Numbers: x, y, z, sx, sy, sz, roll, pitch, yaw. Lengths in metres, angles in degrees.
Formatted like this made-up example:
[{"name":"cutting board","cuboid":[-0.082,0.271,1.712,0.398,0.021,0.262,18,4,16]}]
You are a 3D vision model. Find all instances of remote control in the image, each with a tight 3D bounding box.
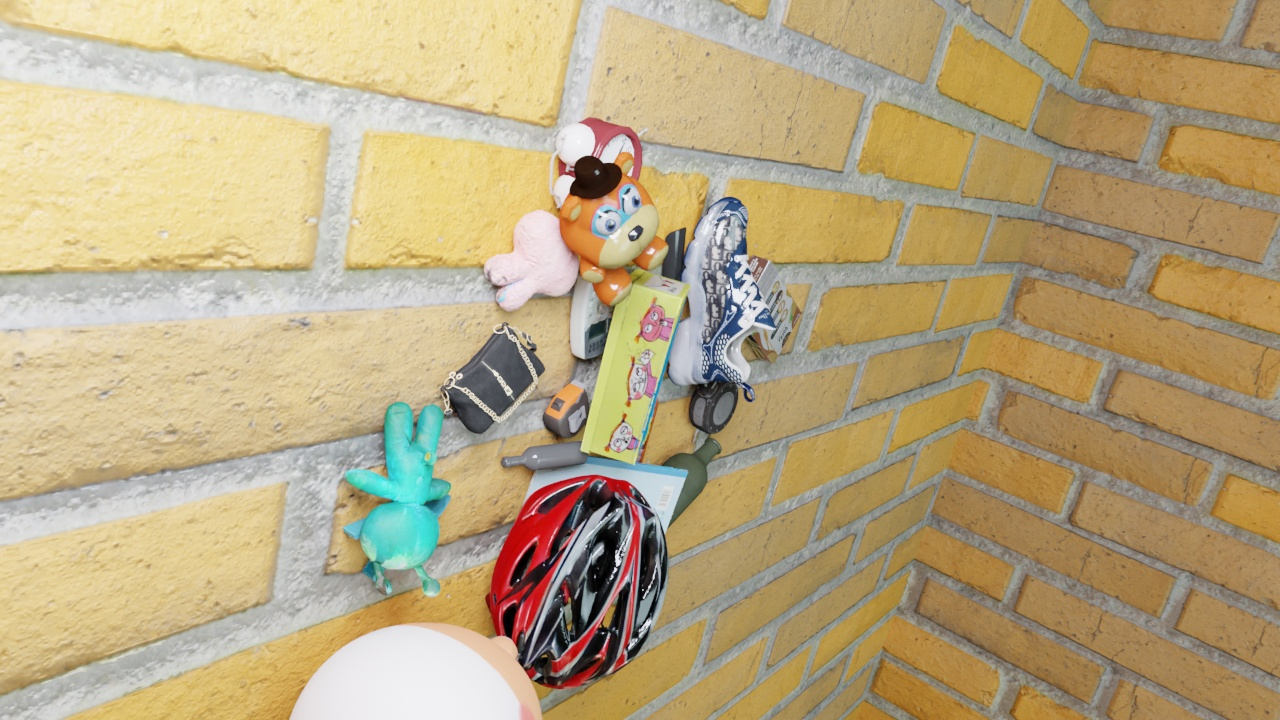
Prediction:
[{"name":"remote control","cuboid":[-0.057,-0.058,1.101,0.060,0.028,0.114,-24,130,-47]},{"name":"remote control","cuboid":[0.043,-0.108,1.226,0.033,0.015,0.147,-27,132,-45]}]

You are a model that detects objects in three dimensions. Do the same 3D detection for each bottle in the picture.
[{"name":"bottle","cuboid":[-0.118,0.118,1.115,0.112,0.030,0.030,-3,114,-38]},{"name":"bottle","cuboid":[0.051,0.190,1.381,0.206,0.071,0.071,-42,141,-33]}]

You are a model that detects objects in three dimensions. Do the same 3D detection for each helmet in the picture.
[{"name":"helmet","cuboid":[-0.066,0.277,1.120,0.217,0.167,0.272,17,90,-31]}]

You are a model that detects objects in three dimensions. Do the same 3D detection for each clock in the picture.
[{"name":"clock","cuboid":[0.110,0.061,1.408,0.091,0.044,0.123,-27,131,-45]},{"name":"clock","cuboid":[-0.049,-0.210,0.993,0.137,0.048,0.096,-26,131,-47]}]

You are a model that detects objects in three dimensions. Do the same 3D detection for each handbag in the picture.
[{"name":"handbag","cuboid":[-0.162,0.018,0.987,0.128,0.054,0.079,-48,133,-21]}]

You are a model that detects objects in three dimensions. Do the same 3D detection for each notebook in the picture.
[{"name":"notebook","cuboid":[-0.057,0.215,1.230,0.253,0.009,0.181,14,100,-39]}]

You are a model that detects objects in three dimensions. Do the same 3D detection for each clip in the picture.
[{"name":"clip","cuboid":[-0.254,0.162,0.965,0.119,0.027,0.103,-38,141,-36]}]

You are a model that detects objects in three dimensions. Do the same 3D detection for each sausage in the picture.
[{"name":"sausage","cuboid":[0.001,0.116,1.309,0.020,0.020,0.155,-5,114,-54]}]

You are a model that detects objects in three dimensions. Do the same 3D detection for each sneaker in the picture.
[{"name":"sneaker","cuboid":[0.125,-0.080,1.236,0.103,0.132,0.270,-18,122,-61]}]

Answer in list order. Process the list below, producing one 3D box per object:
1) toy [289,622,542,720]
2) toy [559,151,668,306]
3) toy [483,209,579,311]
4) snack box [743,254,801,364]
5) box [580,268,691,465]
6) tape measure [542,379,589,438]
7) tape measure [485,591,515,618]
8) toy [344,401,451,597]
[{"name":"toy","cuboid":[-0.220,0.404,0.953,0.280,0.266,0.263,-15,121,-67]},{"name":"toy","cuboid":[-0.032,-0.140,0.950,0.112,0.096,0.176,-46,135,-14]},{"name":"toy","cuboid":[-0.115,-0.101,0.971,0.105,0.053,0.108,-38,140,-20]},{"name":"snack box","cuboid":[0.195,-0.077,1.452,0.101,0.032,0.186,-60,148,-9]},{"name":"box","cuboid":[-0.007,0.007,1.134,0.124,0.080,0.221,-58,166,-73]},{"name":"tape measure","cuboid":[-0.088,0.066,1.128,0.058,0.038,0.058,-38,138,-37]},{"name":"tape measure","cuboid":[-0.175,0.311,1.156,0.019,0.059,0.051,-39,109,-35]},{"name":"toy","cuboid":[-0.230,0.138,0.914,0.130,0.073,0.193,12,80,-51]}]
